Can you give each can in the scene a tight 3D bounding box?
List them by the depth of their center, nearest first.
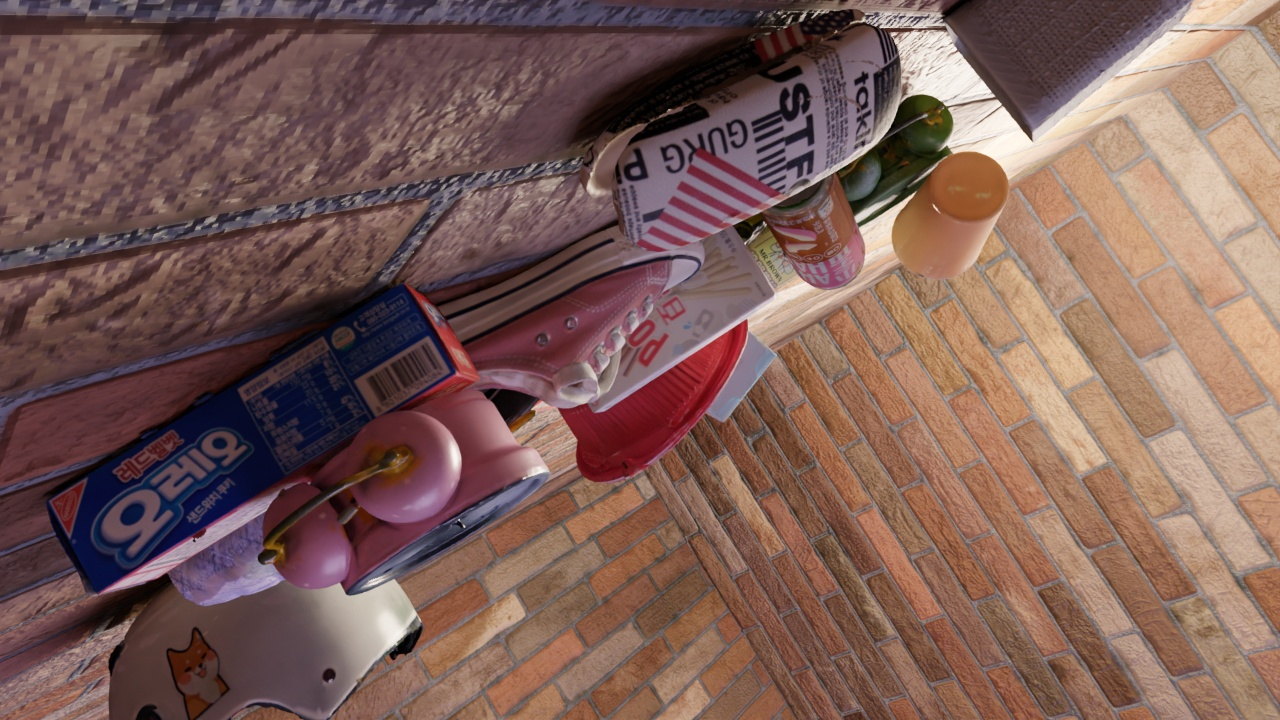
[{"bbox_3d":[0.124,-0.101,0.664,0.058,0.058,0.147,-33,154,11],"label":"can"},{"bbox_3d":[0.117,-0.092,0.858,0.116,0.058,0.058,-33,173,10],"label":"can"}]

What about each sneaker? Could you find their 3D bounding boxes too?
[{"bbox_3d":[-0.047,-0.014,0.568,0.240,0.088,0.119,-27,171,-30],"label":"sneaker"}]

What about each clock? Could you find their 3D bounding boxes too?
[{"bbox_3d":[-0.117,0.066,0.455,0.117,0.060,0.158,-35,171,19],"label":"clock"},{"bbox_3d":[0.192,-0.157,0.741,0.116,0.056,0.161,-33,173,-1],"label":"clock"}]

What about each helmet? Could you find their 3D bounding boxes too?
[{"bbox_3d":[-0.337,0.237,0.793,0.274,0.157,0.230,-22,176,9],"label":"helmet"}]

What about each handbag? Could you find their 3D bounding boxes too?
[{"bbox_3d":[-0.204,0.082,0.608,0.194,0.075,0.134,-35,174,22],"label":"handbag"}]

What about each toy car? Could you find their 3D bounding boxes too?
[{"bbox_3d":[0.083,-0.109,0.705,0.105,0.032,0.048,-41,173,-28],"label":"toy car"}]

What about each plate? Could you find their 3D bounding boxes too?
[{"bbox_3d":[-0.133,0.046,0.724,0.180,0.024,0.179,-38,-164,12],"label":"plate"}]

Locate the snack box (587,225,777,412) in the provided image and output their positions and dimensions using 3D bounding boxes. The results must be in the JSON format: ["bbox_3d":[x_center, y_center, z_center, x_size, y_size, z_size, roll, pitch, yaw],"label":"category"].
[{"bbox_3d":[0.010,-0.038,0.661,0.157,0.084,0.027,-33,174,9],"label":"snack box"}]

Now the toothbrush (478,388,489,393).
[{"bbox_3d":[-0.209,0.070,0.707,0.221,0.026,0.026,-33,135,14],"label":"toothbrush"}]

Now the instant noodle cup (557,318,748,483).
[{"bbox_3d":[-0.004,0.004,0.753,0.194,0.066,0.193,-41,-158,20],"label":"instant noodle cup"}]

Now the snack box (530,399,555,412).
[{"bbox_3d":[-0.078,0.023,0.950,0.075,0.025,0.152,-33,173,14],"label":"snack box"}]

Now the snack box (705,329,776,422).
[{"bbox_3d":[0.047,-0.004,0.830,0.074,0.051,0.175,-52,-159,-5],"label":"snack box"}]

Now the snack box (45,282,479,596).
[{"bbox_3d":[-0.187,0.040,0.463,0.207,0.057,0.058,-32,176,-1],"label":"snack box"}]

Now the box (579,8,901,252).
[{"bbox_3d":[0.043,-0.119,0.432,0.163,0.083,0.075,-29,136,-15],"label":"box"}]

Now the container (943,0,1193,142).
[{"bbox_3d":[0.266,-0.210,0.568,0.114,0.090,0.090,-38,172,23],"label":"container"}]

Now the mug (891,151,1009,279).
[{"bbox_3d":[0.254,-0.120,0.746,0.078,0.078,0.123,-32,168,-1],"label":"mug"}]
